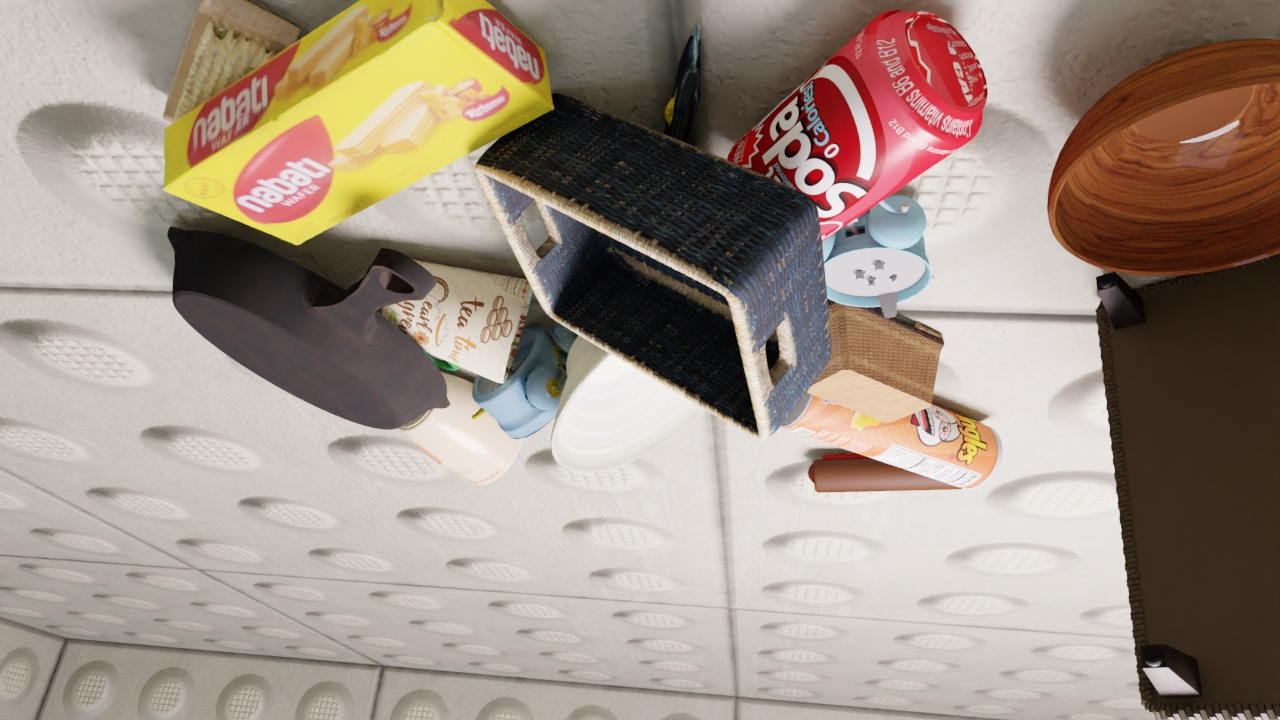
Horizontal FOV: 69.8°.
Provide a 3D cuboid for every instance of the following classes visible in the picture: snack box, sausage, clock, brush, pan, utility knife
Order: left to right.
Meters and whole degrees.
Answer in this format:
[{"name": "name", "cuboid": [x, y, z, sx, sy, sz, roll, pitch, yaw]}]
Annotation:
[{"name": "brush", "cuboid": [-0.234, -0.155, 0.517, 0.049, 0.039, 0.117, 23, 144, -28]}, {"name": "pan", "cuboid": [-0.229, -0.019, 0.662, 0.248, 0.043, 0.357, 36, 156, -23]}, {"name": "snack box", "cuboid": [-0.155, -0.130, 0.493, 0.201, 0.042, 0.092, -20, 158, 25]}, {"name": "clock", "cuboid": [-0.085, 0.012, 0.749, 0.125, 0.088, 0.051, -23, 123, 39]}, {"name": "utility knife", "cuboid": [0.020, -0.125, 0.533, 0.020, 0.028, 0.171, 3, 151, -6]}, {"name": "clock", "cuboid": [0.143, -0.072, 0.591, 0.088, 0.042, 0.123, -11, 149, 29]}, {"name": "sausage", "cuboid": [0.247, 0.112, 0.924, 0.156, 0.040, 0.040, -4, 151, 16]}]

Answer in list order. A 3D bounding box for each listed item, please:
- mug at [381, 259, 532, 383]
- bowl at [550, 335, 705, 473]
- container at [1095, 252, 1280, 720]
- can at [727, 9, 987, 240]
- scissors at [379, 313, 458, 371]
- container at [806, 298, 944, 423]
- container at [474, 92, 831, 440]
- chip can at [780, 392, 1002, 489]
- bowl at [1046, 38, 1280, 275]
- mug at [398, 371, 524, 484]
[{"name": "mug", "cuboid": [-0.141, -0.031, 0.711, 0.097, 0.081, 0.122, 17, 168, -4]}, {"name": "bowl", "cuboid": [-0.004, 0.004, 0.682, 0.176, 0.058, 0.177, -29, 150, -18]}, {"name": "container", "cuboid": [0.394, 0.086, 0.560, 0.177, 0.320, 0.205, -18, 138, 39]}, {"name": "can", "cuboid": [0.106, -0.114, 0.483, 0.074, 0.074, 0.143, 20, 149, -25]}, {"name": "scissors", "cuboid": [-0.167, -0.021, 0.785, 0.119, 0.012, 0.129, 0, 153, 9]}, {"name": "container", "cuboid": [0.174, 0.001, 0.703, 0.114, 0.061, 0.063, 20, 149, -25]}, {"name": "container", "cuboid": [0.011, -0.055, 0.521, 0.187, 0.071, 0.145, 30, 158, 31]}, {"name": "chip can", "cuboid": [0.215, 0.057, 0.798, 0.210, 0.062, 0.062, 19, 150, -23]}, {"name": "bowl", "cuboid": [0.280, -0.111, 0.459, 0.147, 0.068, 0.147, 4, 152, 2]}, {"name": "mug", "cuboid": [-0.182, 0.055, 0.874, 0.111, 0.085, 0.104, 22, 168, 46]}]
